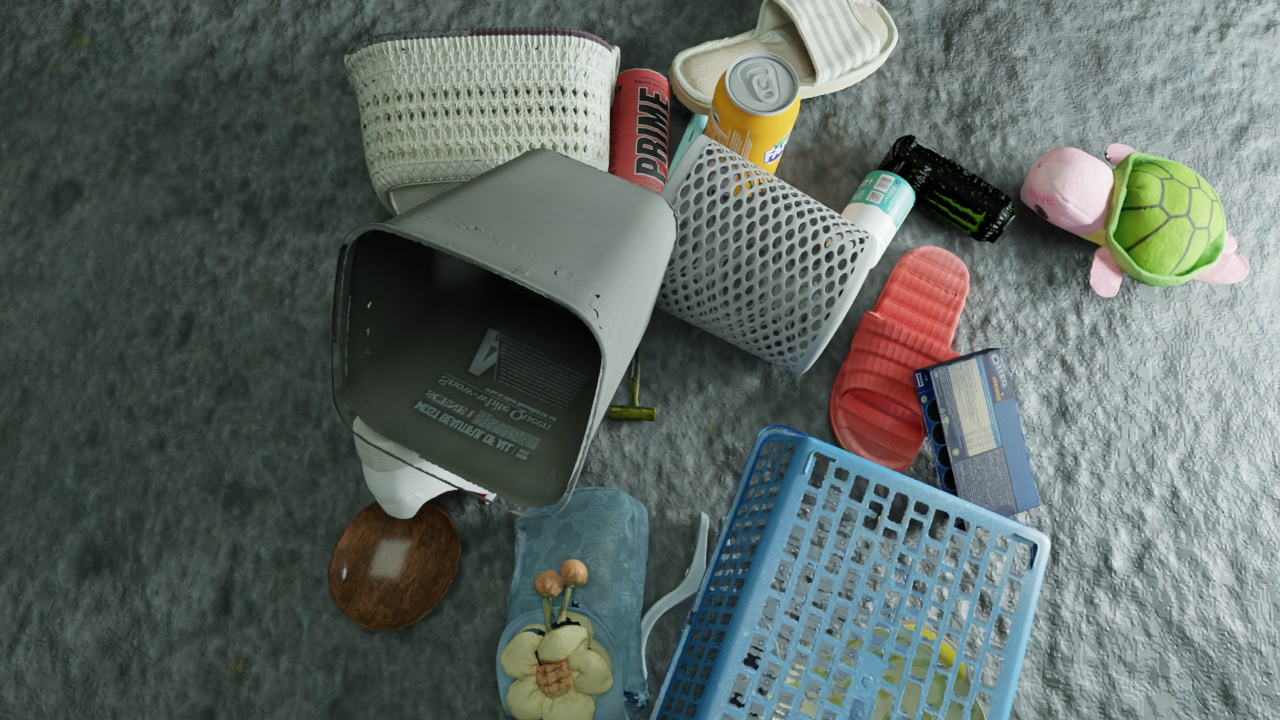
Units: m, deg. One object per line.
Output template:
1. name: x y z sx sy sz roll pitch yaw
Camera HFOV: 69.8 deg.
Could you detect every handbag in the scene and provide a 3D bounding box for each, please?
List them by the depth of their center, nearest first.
1. handbag: -0.053 0.193 0.728 0.122 0.118 0.191 -1 72 17

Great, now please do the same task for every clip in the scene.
1. clip: 0.030 0.222 0.777 0.164 0.031 0.172 -13 71 -10

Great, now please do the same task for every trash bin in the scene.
1. trash bin: -0.087 -0.041 0.700 0.197 0.198 0.219 24 38 8
2. trash bin: 0.099 -0.090 0.829 0.183 0.157 0.156 29 71 3

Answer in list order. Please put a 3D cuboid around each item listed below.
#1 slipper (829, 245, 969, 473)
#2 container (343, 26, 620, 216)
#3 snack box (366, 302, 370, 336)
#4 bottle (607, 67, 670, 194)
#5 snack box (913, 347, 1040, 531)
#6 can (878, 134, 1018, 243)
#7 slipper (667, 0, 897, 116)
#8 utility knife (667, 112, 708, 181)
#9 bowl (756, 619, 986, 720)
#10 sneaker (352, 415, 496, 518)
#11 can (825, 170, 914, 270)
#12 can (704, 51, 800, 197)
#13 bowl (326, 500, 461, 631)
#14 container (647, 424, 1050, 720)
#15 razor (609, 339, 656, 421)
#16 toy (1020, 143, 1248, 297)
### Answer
1. slipper: 0.252 -0.012 0.861 0.103 0.059 0.248 23 69 4
2. container: -0.139 -0.211 0.844 0.251 0.185 0.143 -4 79 -5
3. snack box: -0.197 -0.032 0.785 0.026 0.150 0.081 27 72 5
4. bottle: -0.004 -0.199 0.907 0.062 0.062 0.176 4 70 -3
5. snack box: 0.302 0.070 0.821 0.082 0.027 0.150 -14 94 -17
6. can: 0.308 -0.173 0.924 0.138 0.054 0.053 35 71 9
7. slipper: 0.155 -0.326 0.962 0.272 0.054 0.114 -25 77 -18
8. utility knife: 0.054 -0.234 0.951 0.022 0.015 0.147 17 67 9
9. bowl: 0.181 0.314 0.737 0.188 0.060 0.219 33 72 8
10. sneaker: -0.125 0.068 0.797 0.236 0.104 0.090 -21 33 -34
11. can: 0.225 -0.136 0.904 0.055 0.055 0.101 32 71 7
12. can: 0.103 -0.222 0.880 0.079 0.143 0.079 1 70 -4
13. bowl: -0.206 0.172 0.778 0.102 0.026 0.114 30 70 7
14. container: 0.157 0.240 0.683 0.257 0.089 0.361 22 70 4
15. razor: -0.005 0.005 0.856 0.042 0.026 0.105 3 66 -1
16. toy: 0.493 -0.147 0.912 0.238 0.088 0.189 22 71 -2
